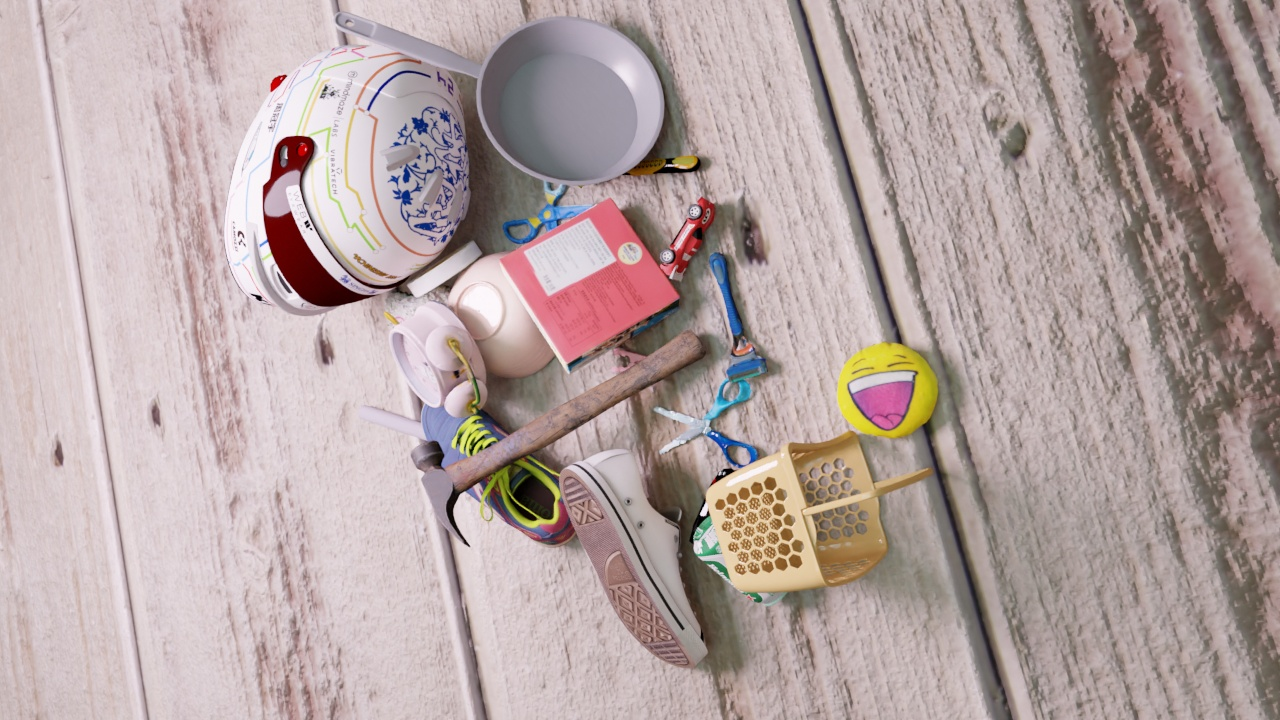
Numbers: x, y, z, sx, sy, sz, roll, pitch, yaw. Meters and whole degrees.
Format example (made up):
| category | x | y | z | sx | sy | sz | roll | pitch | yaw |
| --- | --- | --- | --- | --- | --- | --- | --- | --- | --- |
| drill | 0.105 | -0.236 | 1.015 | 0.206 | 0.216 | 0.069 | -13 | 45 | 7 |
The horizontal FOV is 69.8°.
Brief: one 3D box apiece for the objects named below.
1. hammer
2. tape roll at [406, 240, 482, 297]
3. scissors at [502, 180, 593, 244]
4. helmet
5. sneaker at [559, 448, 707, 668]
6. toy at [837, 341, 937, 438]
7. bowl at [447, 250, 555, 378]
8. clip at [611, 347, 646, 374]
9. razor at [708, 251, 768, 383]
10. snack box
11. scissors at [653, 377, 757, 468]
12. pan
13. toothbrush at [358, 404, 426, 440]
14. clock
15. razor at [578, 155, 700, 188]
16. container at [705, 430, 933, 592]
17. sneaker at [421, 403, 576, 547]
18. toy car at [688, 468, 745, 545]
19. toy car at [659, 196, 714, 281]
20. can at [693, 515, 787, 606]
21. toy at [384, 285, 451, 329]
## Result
| category | x | y | z | sx | sy | sz | roll | pitch | yaw |
| --- | --- | --- | --- | --- | --- | --- | --- | --- | --- |
| hammer | -0.076 | 0.069 | 0.967 | 0.330 | 0.033 | 0.120 | -30 | 70 | -1 |
| tape roll | -0.230 | -0.108 | 1.076 | 0.094 | 0.093 | 0.019 | -28 | 106 | 21 |
| scissors | -0.107 | -0.172 | 1.068 | 0.126 | 0.013 | 0.130 | -3 | 89 | 25 |
| helmet | -0.313 | -0.200 | 1.038 | 0.236 | 0.231 | 0.314 | 6 | 80 | 23 |
| sneaker | 0.010 | 0.201 | 0.966 | 0.091 | 0.097 | 0.245 | -27 | 92 | 56 |
| toy | 0.237 | 0.029 | 0.886 | 0.096 | 0.041 | 0.094 | -11 | 87 | 21 |
| bowl | -0.165 | -0.055 | 1.053 | 0.153 | 0.076 | 0.153 | -1 | 88 | 25 |
| clip | -0.006 | -0.002 | 1.010 | 0.060 | 0.023 | 0.045 | -19 | 79 | 26 |
| razor | 0.098 | -0.048 | 0.965 | 0.044 | 0.018 | 0.141 | -17 | 77 | 16 |
| snack box | -0.054 | -0.082 | 0.990 | 0.145 | 0.040 | 0.142 | -31 | 73 | -10 |
| scissors | 0.073 | 0.078 | 0.974 | 0.129 | 0.014 | 0.118 | -32 | 76 | 21 |
| pan | -0.150 | -0.300 | 0.985 | 0.356 | 0.051 | 0.200 | 16 | 74 | -5 |
| toothbrush | -0.269 | 0.087 | 1.126 | 0.188 | 0.018 | 0.019 | 14 | 99 | 24 |
| clock | -0.219 | 0.002 | 1.021 | 0.158 | 0.058 | 0.117 | 26 | 138 | 43 |
| razor | -0.001 | -0.214 | 1.015 | 0.144 | 0.021 | 0.044 | 2 | 70 | 25 |
| container | 0.174 | 0.134 | 0.834 | 0.167 | 0.183 | 0.129 | -23 | 78 | 29 |
| sneaker | -0.162 | 0.108 | 1.031 | 0.242 | 0.091 | 0.116 | 38 | 79 | 19 |
| toy car | 0.082 | 0.157 | 0.953 | 0.042 | 0.036 | 0.092 | 25 | 98 | 23 |
| toy car | 0.052 | -0.129 | 0.978 | 0.025 | 0.038 | 0.089 | 36 | 102 | 18 |
| can | 0.101 | 0.197 | 0.914 | 0.101 | 0.053 | 0.053 | 41 | 106 | -13 |
| toy | -0.268 | -0.036 | 1.121 | 0.096 | 0.041 | 0.109 | -8 | 91 | 23 |
